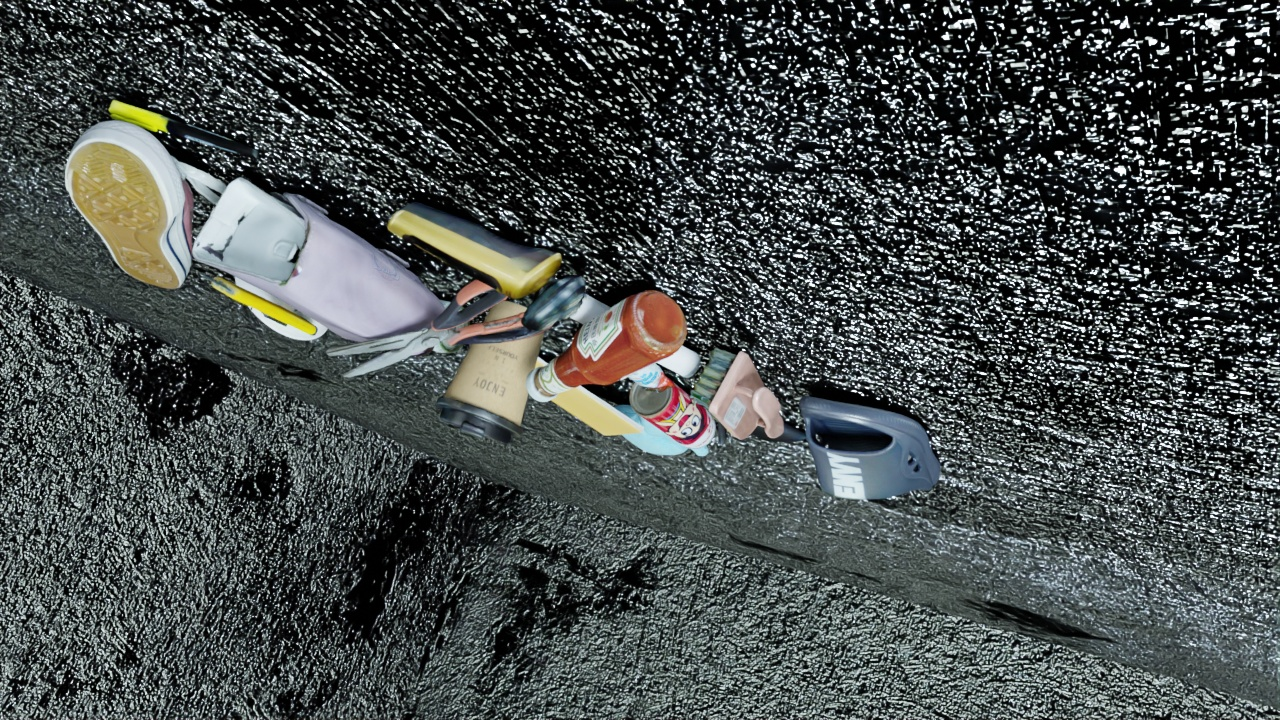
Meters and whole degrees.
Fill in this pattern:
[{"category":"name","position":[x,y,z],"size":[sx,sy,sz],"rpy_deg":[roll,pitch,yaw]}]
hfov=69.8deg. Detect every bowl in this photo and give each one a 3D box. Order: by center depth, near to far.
[{"category":"bowl","position":[-0.363,-0.088,0.983],"size":[0.065,0.118,0.118],"rpy_deg":[-34,138,22]}]

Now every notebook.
[{"category":"notebook","position":[-0.103,0.038,1.184],"size":[0.206,0.010,0.146],"rpy_deg":[35,163,-14]}]

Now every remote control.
[{"category":"remote control","position":[0.129,0.071,1.050],"size":[0.136,0.024,0.053],"rpy_deg":[25,166,-22]}]

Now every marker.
[{"category":"marker","position":[-0.372,-0.186,0.748],"size":[0.124,0.015,0.018],"rpy_deg":[18,171,-2]}]

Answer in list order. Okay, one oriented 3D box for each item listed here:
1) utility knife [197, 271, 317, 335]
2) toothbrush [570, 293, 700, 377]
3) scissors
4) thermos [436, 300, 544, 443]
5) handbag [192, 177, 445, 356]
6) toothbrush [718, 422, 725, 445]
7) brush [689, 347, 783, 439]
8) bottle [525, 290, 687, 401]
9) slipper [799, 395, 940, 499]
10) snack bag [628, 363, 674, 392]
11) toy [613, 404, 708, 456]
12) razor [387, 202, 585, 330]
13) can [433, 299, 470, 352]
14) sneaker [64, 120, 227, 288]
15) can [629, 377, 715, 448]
[{"category":"utility knife","position":[-0.364,-0.052,0.879],"size":[0.033,0.015,0.177],"rpy_deg":[29,174,17]},{"category":"toothbrush","position":[-0.035,-0.039,0.843],"size":[0.221,0.026,0.026],"rpy_deg":[27,142,-29]},{"category":"scissors","position":[-0.178,-0.030,0.865],"size":[0.188,0.015,0.225],"rpy_deg":[8,145,-47]},{"category":"thermos","position":[-0.149,0.014,0.953],"size":[0.093,0.143,0.093],"rpy_deg":[19,167,4]},{"category":"handbag","position":[-0.291,-0.080,0.867],"size":[0.145,0.098,0.197],"rpy_deg":[25,173,32]},{"category":"toothbrush","position":[0.105,0.085,1.158],"size":[0.018,0.015,0.181],"rpy_deg":[8,164,7]},{"category":"brush","position":[0.102,0.043,0.896],"size":[0.073,0.063,0.145],"rpy_deg":[24,170,24]},{"category":"bottle","position":[-0.040,-0.004,0.820],"size":[0.059,0.059,0.207],"rpy_deg":[26,150,-27]},{"category":"slipper","position":[0.238,0.108,0.933],"size":[0.111,0.083,0.268],"rpy_deg":[8,164,33]},{"category":"snack bag","position":[-0.006,0.006,0.975],"size":[0.045,0.026,0.105],"rpy_deg":[11,162,42]},{"category":"toy","position":[0.021,0.094,1.222],"size":[0.161,0.049,0.156],"rpy_deg":[26,159,18]},{"category":"razor","position":[-0.125,-0.079,0.744],"size":[0.167,0.067,0.062],"rpy_deg":[26,165,-2]},{"category":"can","position":[-0.270,-0.049,1.052],"size":[0.147,0.058,0.058],"rpy_deg":[12,165,25]},{"category":"sneaker","position":[-0.441,-0.152,0.827],"size":[0.118,0.087,0.242],"rpy_deg":[16,155,-12]},{"category":"can","position":[0.040,0.061,1.069],"size":[0.053,0.053,0.132],"rpy_deg":[11,164,32]}]
